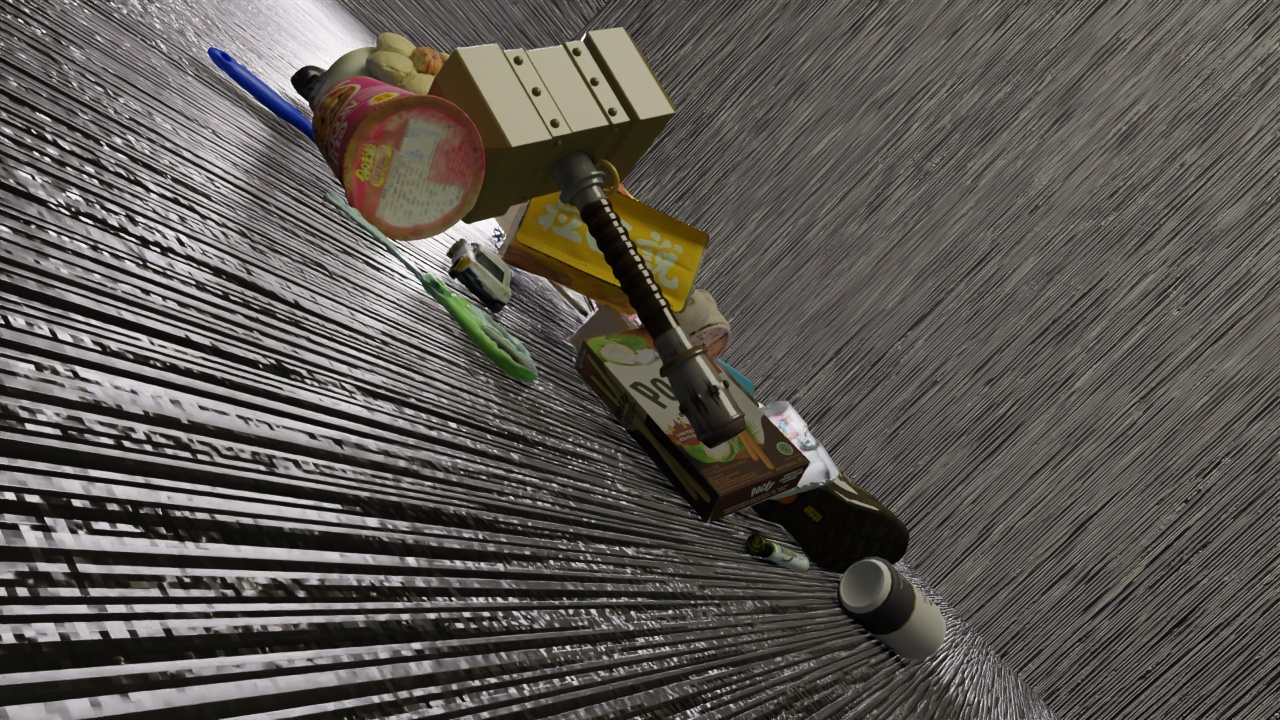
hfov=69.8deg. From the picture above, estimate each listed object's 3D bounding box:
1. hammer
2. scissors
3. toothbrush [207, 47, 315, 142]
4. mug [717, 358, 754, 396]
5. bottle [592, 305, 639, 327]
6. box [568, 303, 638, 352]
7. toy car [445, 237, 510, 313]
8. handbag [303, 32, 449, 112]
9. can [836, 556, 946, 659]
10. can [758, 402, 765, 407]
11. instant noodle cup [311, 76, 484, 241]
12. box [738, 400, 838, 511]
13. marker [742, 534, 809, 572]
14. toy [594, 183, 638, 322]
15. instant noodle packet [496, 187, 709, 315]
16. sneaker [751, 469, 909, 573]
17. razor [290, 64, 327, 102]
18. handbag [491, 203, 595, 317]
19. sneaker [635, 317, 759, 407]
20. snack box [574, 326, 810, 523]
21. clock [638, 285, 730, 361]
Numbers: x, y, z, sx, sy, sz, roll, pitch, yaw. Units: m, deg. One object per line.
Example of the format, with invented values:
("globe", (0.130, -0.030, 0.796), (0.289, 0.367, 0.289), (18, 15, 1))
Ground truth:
("hammer", (-0.016, -0.081, 0.696), (0.324, 0.189, 0.101), (60, -36, 9))
("scissors", (-0.129, -0.046, 0.572), (0.175, 0.033, 0.078), (38, 9, -18))
("toothbrush", (-0.234, -0.165, 0.671), (0.182, 0.018, 0.016), (40, 31, -43))
("mug", (0.085, 0.036, 1.291), (0.104, 0.084, 0.112), (36, -20, -25))
("bottle", (-0.032, -0.045, 1.128), (0.047, 0.047, 0.112), (41, 6, -31))
("box", (0.001, -0.002, 0.896), (0.102, 0.076, 0.107), (46, 8, 29))
("toy car", (-0.123, -0.071, 0.712), (0.048, 0.033, 0.105), (40, 5, -22))
("handbag", (-0.190, -0.216, 0.802), (0.112, 0.123, 0.171), (44, 16, 4))
("can", (0.252, 0.248, 0.907), (0.127, 0.064, 0.064), (41, 6, -31))
("can", (0.169, 0.123, 1.176), (0.142, 0.079, 0.079), (42, 6, -24))
("instant noodle cup", (-0.174, -0.147, 0.627), (0.108, 0.097, 0.097), (39, 0, 43))
("box", (0.099, 0.087, 0.913), (0.149, 0.073, 0.201), (12, 16, -9))
("marker", (0.120, 0.168, 0.791), (0.017, 0.017, 0.146), (48, 6, 30))
("toy", (-0.030, -0.134, 0.984), (0.190, 0.087, 0.238), (43, -20, 28))
("instant noodle packet", (-0.051, -0.095, 0.890), (0.163, 0.084, 0.222), (22, -11, -13))
("sneaker", (0.189, 0.147, 1.038), (0.238, 0.101, 0.142), (35, 15, -23))
("razor", (-0.268, -0.236, 0.841), (0.052, 0.047, 0.142), (57, 12, 14))
("handbag", (-0.117, -0.136, 1.081), (0.200, 0.093, 0.199), (-98, 163, -82))
("sneaker", (0.060, 0.014, 1.135), (0.120, 0.095, 0.234), (42, 3, -47))
("snack box", (0.039, 0.043, 0.756), (0.100, 0.032, 0.186), (-13, 48, -37))
("clock", (0.049, -0.030, 0.973), (0.061, 0.103, 0.157), (55, -15, 26))
